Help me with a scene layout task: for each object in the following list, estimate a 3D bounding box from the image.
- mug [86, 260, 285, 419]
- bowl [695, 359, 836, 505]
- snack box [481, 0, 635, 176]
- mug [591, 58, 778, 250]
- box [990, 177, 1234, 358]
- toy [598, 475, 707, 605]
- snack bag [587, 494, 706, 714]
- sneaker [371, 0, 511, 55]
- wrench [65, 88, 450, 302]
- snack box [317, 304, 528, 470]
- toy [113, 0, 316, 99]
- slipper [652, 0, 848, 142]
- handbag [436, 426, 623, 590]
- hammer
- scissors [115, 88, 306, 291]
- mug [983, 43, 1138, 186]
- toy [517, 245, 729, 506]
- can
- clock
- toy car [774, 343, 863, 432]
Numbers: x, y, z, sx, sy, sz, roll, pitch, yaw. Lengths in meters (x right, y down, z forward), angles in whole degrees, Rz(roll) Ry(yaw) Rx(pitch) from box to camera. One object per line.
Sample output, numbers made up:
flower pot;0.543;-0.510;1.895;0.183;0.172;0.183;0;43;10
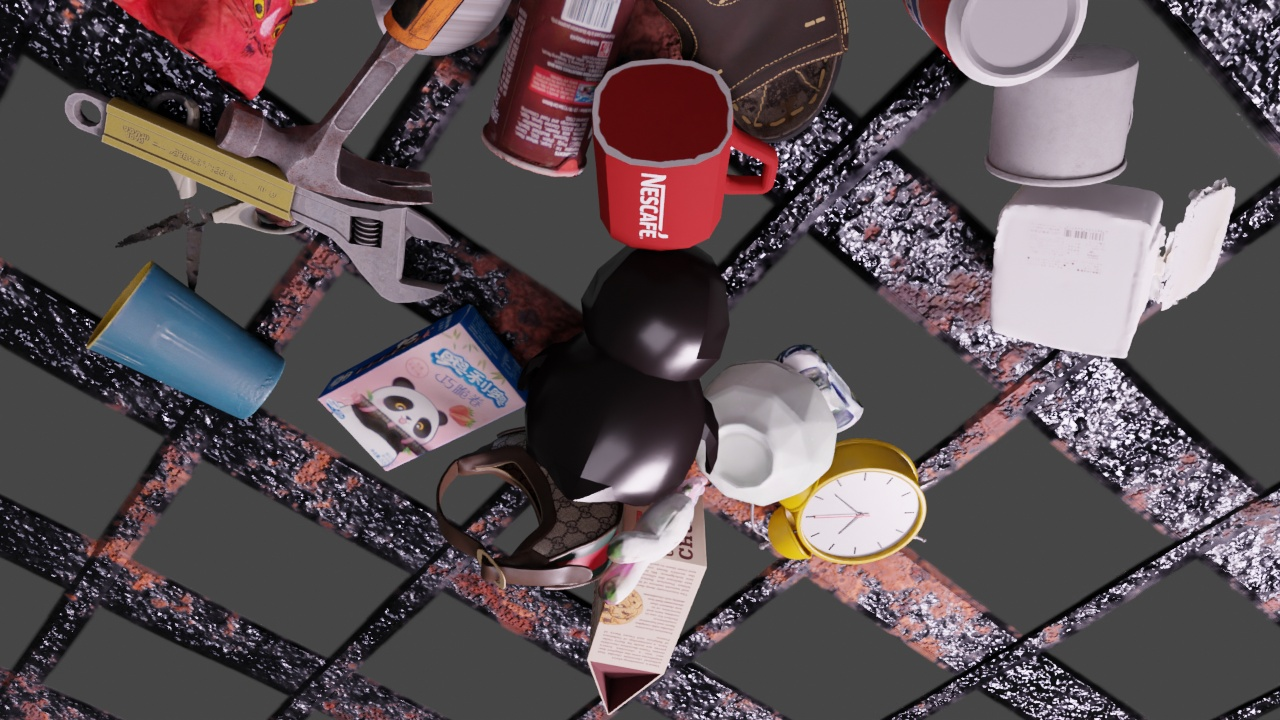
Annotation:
mug;-0.342;-0.010;0.703;0.078;0.078;0.121;-37;123;23
bowl;0.088;0.063;0.714;0.117;0.061;0.117;10;112;25
snack box;-0.051;-0.186;0.577;0.072;0.072;0.122;17;121;-9
mug;0.029;-0.128;0.583;0.116;0.080;0.097;0;157;0
box;0.340;-0.080;0.639;0.152;0.131;0.107;14;131;31
toy;0.013;0.130;0.696;0.038;0.122;0.079;37;141;14
snack bag;-0.004;0.215;0.824;0.070;0.094;0.207;12;123;-6
sneaker;-0.110;-0.288;0.516;0.099;0.089;0.237;4;146;-16
wrench;-0.262;-0.118;0.645;0.273;0.018;0.084;22;117;-13
snack box;-0.171;0.025;0.735;0.154;0.033;0.088;-25;117;23
toy;-0.273;-0.238;0.569;0.133;0.088;0.094;36;86;1
slipper;0.047;-0.246;0.530;0.113;0.075;0.268;-20;120;15
handbag;-0.089;0.117;0.719;0.138;0.166;0.063;-7;125;-19
hammer;-0.111;-0.200;0.531;0.137;0.035;0.315;19;136;-41
scissors;-0.318;-0.118;0.667;0.171;0.012;0.158;-6;122;6
mug;0.276;-0.160;0.583;0.113;0.084;0.071;-22;124;-24
toy;-0.004;0.004;0.650;0.159;0.140;0.184;23;108;6
can;0.193;-0.207;0.517;0.070;0.131;0.070;1;123;1
clock;0.170;0.123;0.784;0.152;0.052;0.114;-2;123;-1
toy car;0.142;0.025;0.734;0.039;0.027;0.090;-33;116;24
